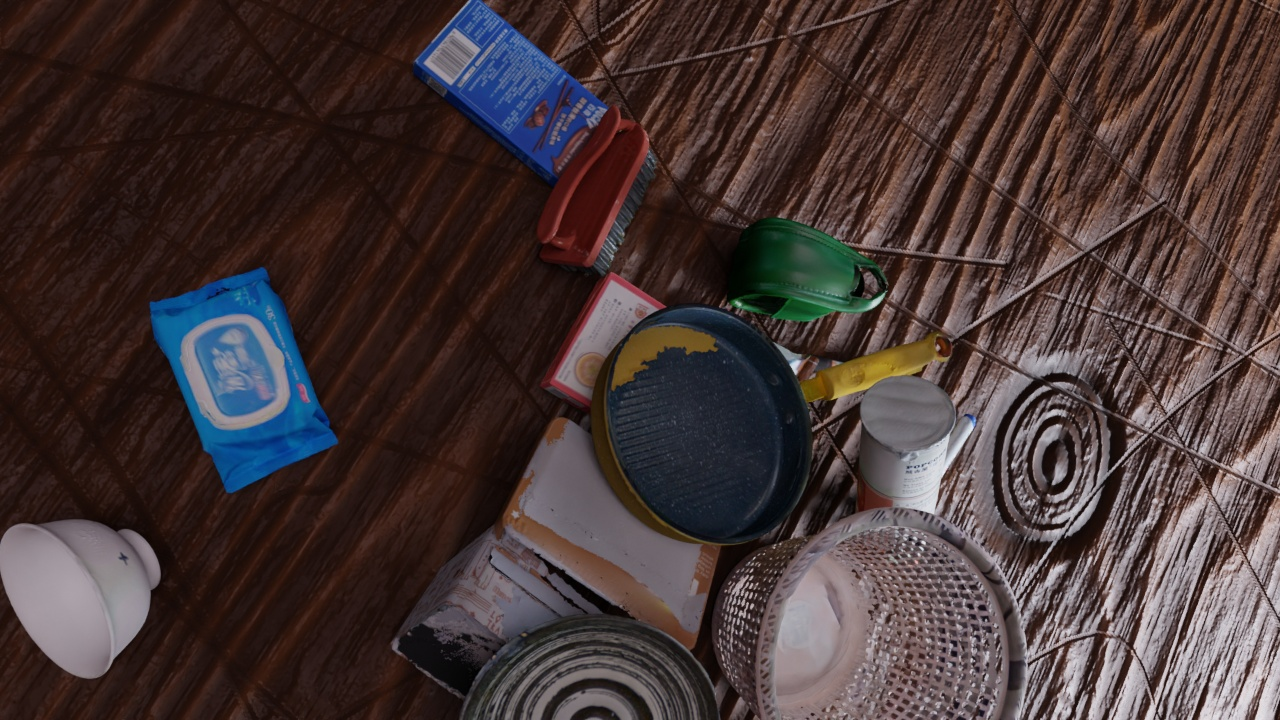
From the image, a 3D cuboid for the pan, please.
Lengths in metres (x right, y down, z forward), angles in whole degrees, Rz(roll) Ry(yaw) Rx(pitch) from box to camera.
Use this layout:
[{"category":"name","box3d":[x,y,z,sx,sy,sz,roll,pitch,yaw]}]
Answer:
[{"category":"pan","box3d":[0.124,0.031,0.774,0.356,0.078,0.197,-14,82,-33]}]

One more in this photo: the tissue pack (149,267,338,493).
[{"category":"tissue pack","box3d":[-0.304,0.014,0.704,0.094,0.052,0.157,-22,91,-18]}]

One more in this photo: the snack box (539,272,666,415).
[{"category":"snack box","box3d":[-0.005,0.005,0.804,0.127,0.044,0.113,32,75,-13]}]

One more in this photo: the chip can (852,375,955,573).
[{"category":"chip can","box3d":[0.219,0.106,0.781,0.071,0.215,0.071,-6,50,7]}]

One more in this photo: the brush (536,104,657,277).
[{"category":"brush","box3d":[-0.036,-0.148,0.793,0.069,0.063,0.145,40,70,-44]}]

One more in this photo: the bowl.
[{"category":"bowl","box3d":[-0.385,0.156,0.650,0.118,0.119,0.064,61,33,-4]}]

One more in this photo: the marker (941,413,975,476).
[{"category":"marker","box3d":[0.288,0.112,0.900,0.017,0.017,0.145,41,74,-10]}]

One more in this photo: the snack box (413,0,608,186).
[{"category":"snack box","box3d":[-0.110,-0.235,0.805,0.157,0.026,0.084,38,75,-10]}]

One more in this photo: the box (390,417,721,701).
[{"category":"box","box3d":[-0.060,0.177,0.732,0.183,0.157,0.192,40,44,-10]}]

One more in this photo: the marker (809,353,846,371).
[{"category":"marker","box3d":[0.213,0.012,0.889,0.123,0.015,0.018,12,79,-13]}]

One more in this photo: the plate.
[{"category":"plate","box3d":[-0.035,0.254,0.629,0.179,0.024,0.179,-1,99,-8]}]

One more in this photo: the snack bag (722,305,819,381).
[{"category":"snack bag","box3d":[0.109,-0.007,0.844,0.104,0.026,0.048,31,87,3]}]

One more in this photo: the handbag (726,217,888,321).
[{"category":"handbag","box3d":[0.142,-0.075,0.812,0.120,0.131,0.068,13,85,-9]}]

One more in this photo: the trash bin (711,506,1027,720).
[{"category":"trash bin","box3d":[0.161,0.231,0.754,0.227,0.192,0.227,2,83,-17]}]

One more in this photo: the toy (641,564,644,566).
[{"category":"toy","box3d":[0.009,0.142,0.797,0.084,0.039,0.108,-16,90,-5]}]
